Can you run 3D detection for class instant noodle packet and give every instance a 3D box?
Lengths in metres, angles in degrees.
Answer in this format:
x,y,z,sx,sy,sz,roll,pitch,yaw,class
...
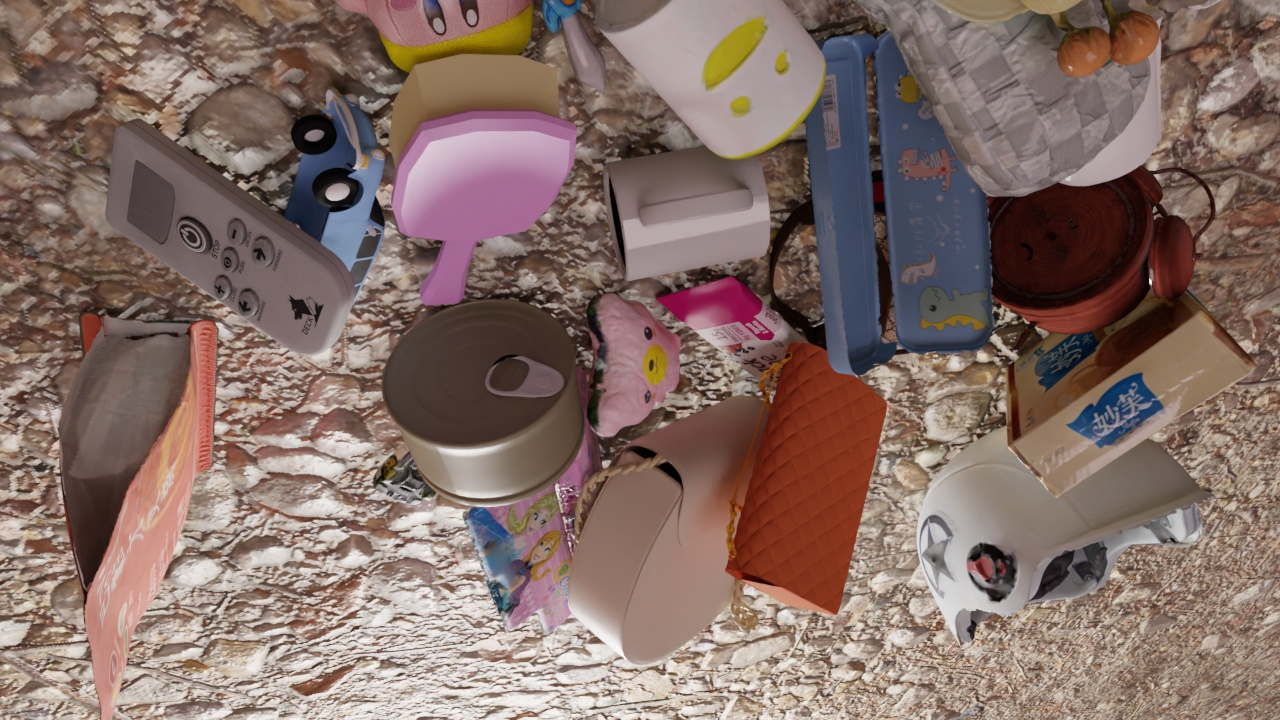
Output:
x,y,z,sx,sy,sz,roll,pitch,yaw,class
-0.316,0.101,0.570,0.084,0.220,0.165,5,133,-24,instant noodle packet

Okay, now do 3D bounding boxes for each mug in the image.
x,y,z,sx,sy,sz,roll,pitch,yaw,class
0.029,-0.093,0.564,0.089,0.105,0.073,-11,98,-6,mug
0.039,-0.173,0.495,0.083,0.082,0.106,-37,132,20,mug

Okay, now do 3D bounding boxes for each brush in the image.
x,y,z,sx,sy,sz,roll,pitch,yaw,class
-0.103,-0.092,0.530,0.089,0.043,0.229,-6,164,-22,brush

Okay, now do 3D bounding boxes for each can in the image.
x,y,z,sx,sy,sz,roll,pitch,yaw,class
-0.104,0.028,0.627,0.127,0.127,0.073,-12,139,-5,can

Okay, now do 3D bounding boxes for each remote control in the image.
x,y,z,sx,sy,sz,roll,pitch,yaw,class
-0.231,-0.063,0.512,0.151,0.019,0.074,35,130,-2,remote control

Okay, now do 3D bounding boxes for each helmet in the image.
x,y,z,sx,sy,sz,roll,pitch,yaw,class
0.369,0.135,0.844,0.236,0.163,0.265,-14,152,-21,helmet

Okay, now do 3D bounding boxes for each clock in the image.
x,y,z,sx,sy,sz,roll,pitch,yaw,class
0.316,-0.083,0.647,0.158,0.120,0.072,-30,144,26,clock

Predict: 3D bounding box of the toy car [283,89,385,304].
x,y,z,sx,sy,sz,roll,pitch,yaw,class
-0.180,-0.083,0.537,0.054,0.056,0.154,-5,145,-39,toy car

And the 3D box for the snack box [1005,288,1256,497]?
x,y,z,sx,sy,sz,roll,pitch,yaw,class
0.359,0.005,0.704,0.055,0.206,0.154,47,116,2,snack box

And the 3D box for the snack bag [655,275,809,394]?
x,y,z,sx,sy,sz,roll,pitch,yaw,class
0.098,-0.008,0.715,0.070,0.016,0.196,-12,146,38,snack bag

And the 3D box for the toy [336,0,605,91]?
x,y,z,sx,sy,sz,roll,pitch,yaw,class
-0.088,-0.178,0.469,0.124,0.096,0.131,-16,119,-10,toy

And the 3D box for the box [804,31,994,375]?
x,y,z,sx,sy,sz,roll,pitch,yaw,class
0.158,-0.098,0.574,0.120,0.049,0.210,-12,107,-10,box

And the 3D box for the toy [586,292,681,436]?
x,y,z,sx,sy,sz,roll,pitch,yaw,class
-0.004,0.004,0.674,0.093,0.050,0.102,3,92,-42,toy

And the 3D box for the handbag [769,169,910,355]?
x,y,z,sx,sy,sz,roll,pitch,yaw,class
0.165,-0.062,0.676,0.138,0.063,0.167,-4,143,11,handbag

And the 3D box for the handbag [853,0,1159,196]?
x,y,z,sx,sy,sz,roll,pitch,yaw,class
0.197,-0.174,0.472,0.112,0.123,0.171,-38,103,-4,handbag

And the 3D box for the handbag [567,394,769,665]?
x,y,z,sx,sy,sz,roll,pitch,yaw,class
0.043,0.142,0.744,0.210,0.103,0.209,-19,131,-47,handbag

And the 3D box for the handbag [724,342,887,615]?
x,y,z,sx,sy,sz,roll,pitch,yaw,class
0.116,0.087,0.682,0.060,0.171,0.109,1,155,42,handbag

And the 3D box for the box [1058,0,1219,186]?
x,y,z,sx,sy,sz,roll,pitch,yaw,class
0.307,-0.190,0.561,0.144,0.083,0.137,-20,137,17,box

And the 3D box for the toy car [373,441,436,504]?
x,y,z,sx,sy,sz,roll,pitch,yaw,class
-0.164,0.072,0.724,0.106,0.033,0.048,-41,130,18,toy car

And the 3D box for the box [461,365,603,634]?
x,y,z,sx,sy,sz,roll,pitch,yaw,class
-0.061,0.132,0.737,0.066,0.158,0.231,14,140,18,box
